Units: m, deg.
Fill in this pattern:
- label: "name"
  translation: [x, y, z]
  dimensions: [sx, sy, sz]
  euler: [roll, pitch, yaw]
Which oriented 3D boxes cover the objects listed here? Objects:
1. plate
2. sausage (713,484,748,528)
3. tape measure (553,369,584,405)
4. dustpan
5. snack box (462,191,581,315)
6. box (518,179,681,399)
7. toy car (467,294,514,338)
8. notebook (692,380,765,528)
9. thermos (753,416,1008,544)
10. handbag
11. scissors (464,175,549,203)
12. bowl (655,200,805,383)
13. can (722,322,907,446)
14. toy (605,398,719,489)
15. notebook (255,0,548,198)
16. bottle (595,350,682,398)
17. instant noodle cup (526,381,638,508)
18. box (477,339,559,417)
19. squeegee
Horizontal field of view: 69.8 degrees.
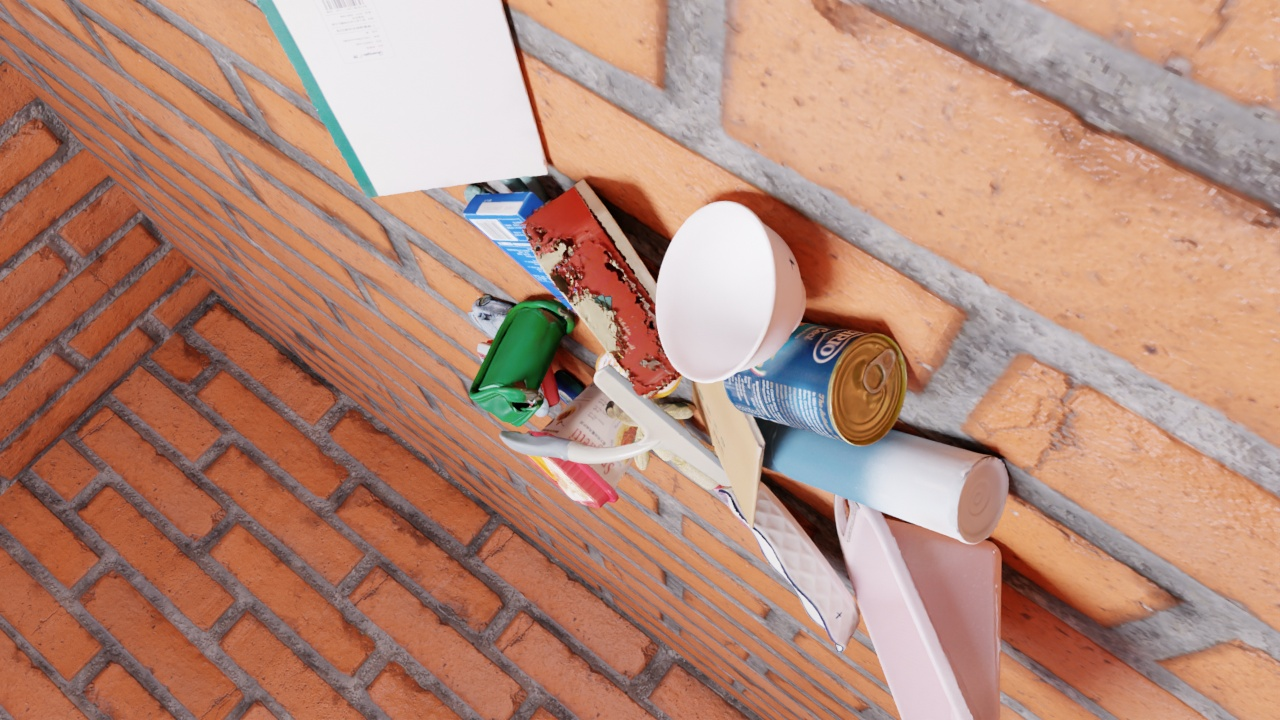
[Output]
- label: "plate"
  translation: [0.161, 0.209, 0.968]
  dimensions: [0.205, 0.045, 0.205]
  euler: [54, 177, 4]
- label: "sausage"
  translation: [0.098, 0.152, 1.087]
  dimensions: [0.020, 0.020, 0.156]
  euler: [12, 147, 54]
- label: "tape measure"
  translation: [-0.089, 0.039, 1.174]
  dimensions: [0.058, 0.025, 0.055]
  euler: [41, 163, 8]
- label: "dustpan"
  translation: [0.221, 0.246, 0.790]
  dimensions: [0.139, 0.272, 0.223]
  euler: [8, 150, 12]
- label: "snack box"
  translation: [-0.075, -0.090, 0.809]
  dimensions: [0.085, 0.026, 0.157]
  euler: [10, 155, 48]
- label: "box"
  translation: [-0.026, -0.048, 0.732]
  dimensions: [0.168, 0.079, 0.091]
  euler: [53, -177, -35]
- label: "toy car"
  translation: [-0.162, -0.045, 1.108]
  dimensions: [0.121, 0.036, 0.054]
  euler: [14, 149, 46]
- label: "notebook"
  translation: [0.073, 0.051, 0.806]
  dimensions: [0.208, 0.008, 0.147]
  euler: [81, 167, -62]
- label: "thermos"
  translation: [0.172, 0.079, 0.717]
  dimensions: [0.221, 0.070, 0.070]
  euler: [16, 150, 52]
- label: "handbag"
  translation: [-0.123, 0.002, 0.996]
  dimensions: [0.068, 0.131, 0.120]
  euler: [33, 159, -22]
- label: "scissors"
  translation: [-0.107, -0.134, 0.830]
  dimensions: [0.174, 0.019, 0.178]
  euler: [43, 160, -18]
- label: "bowl"
  translation: [0.070, -0.042, 0.610]
  dimensions: [0.064, 0.118, 0.118]
  euler: [6, -177, -35]
- label: "can"
  translation: [0.118, 0.012, 0.645]
  dimensions: [0.111, 0.075, 0.075]
  euler: [14, 148, 53]
- label: "toy"
  translation: [0.037, 0.080, 0.991]
  dimensions: [0.157, 0.066, 0.105]
  euler: [38, 129, -6]
- label: "notebook"
  translation: [-0.157, -0.192, 0.647]
  dimensions: [0.150, 0.012, 0.209]
  euler: [-8, 152, 1]
- label: "bottle"
  translation: [-0.005, 0.005, 0.880]
  dimensions: [0.063, 0.063, 0.108]
  euler: [46, 160, -18]
- label: "instant noodle cup"
  translation: [-0.056, 0.094, 1.082]
  dimensions: [0.116, 0.124, 0.117]
  euler: [47, 160, -17]
- label: "box"
  translation: [-0.160, 0.020, 1.162]
  dimensions: [0.201, 0.048, 0.087]
  euler: [13, 120, 64]
- label: "squeegee"
  translation: [-0.060, 0.086, 0.936]
  dimensions: [0.247, 0.039, 0.246]
  euler: [-4, 148, 37]
